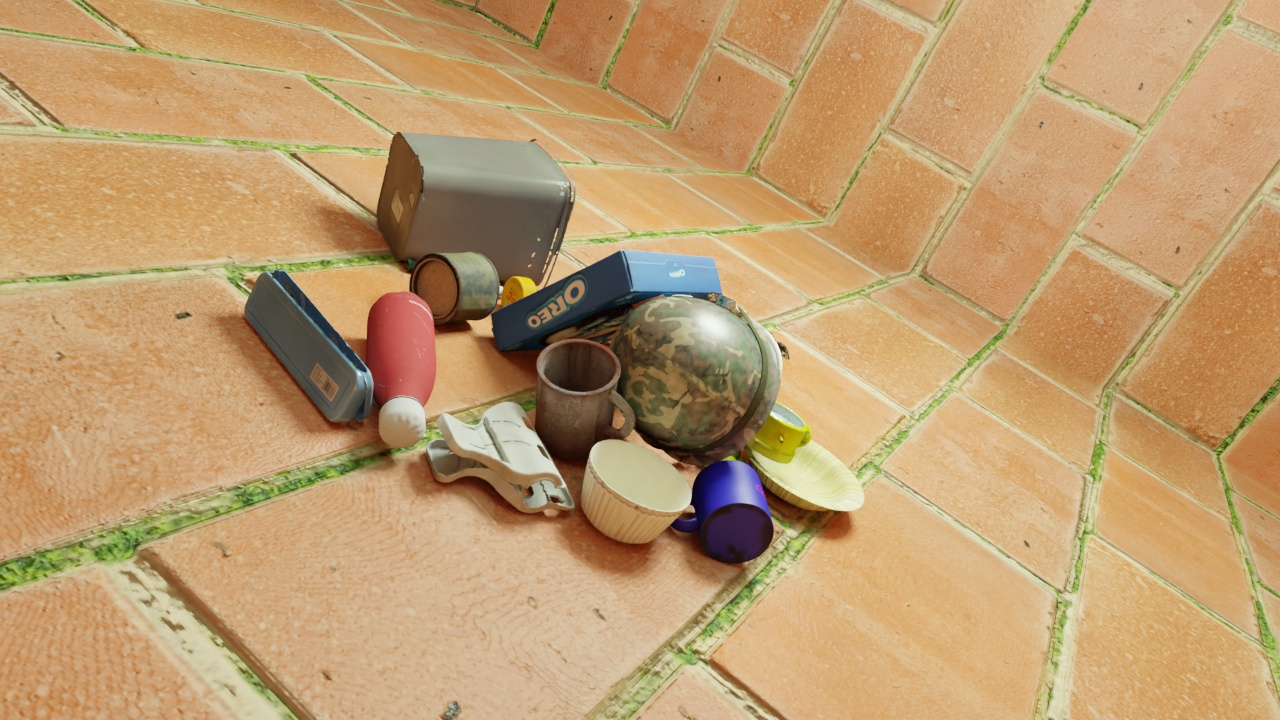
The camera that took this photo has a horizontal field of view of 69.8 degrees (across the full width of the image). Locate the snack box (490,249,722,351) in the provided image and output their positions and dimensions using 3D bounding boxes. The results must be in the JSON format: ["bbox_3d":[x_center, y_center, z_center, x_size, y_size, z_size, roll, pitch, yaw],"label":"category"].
[{"bbox_3d":[-0.044,-0.073,1.184,0.195,0.240,0.056,-4,76,-52],"label":"snack box"}]

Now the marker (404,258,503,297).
[{"bbox_3d":[-0.259,-0.115,1.291,0.146,0.017,0.017,15,25,-27],"label":"marker"}]

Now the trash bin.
[{"bbox_3d":[-0.247,-0.226,1.339,0.219,0.198,0.197,2,33,-34],"label":"trash bin"}]

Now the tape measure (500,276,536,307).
[{"bbox_3d":[-0.168,-0.088,1.280,0.030,0.059,0.068,5,30,-41],"label":"tape measure"}]

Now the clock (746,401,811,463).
[{"bbox_3d":[0.175,0.089,1.188,0.083,0.057,0.118,35,17,21],"label":"clock"}]

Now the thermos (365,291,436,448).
[{"bbox_3d":[-0.250,0.009,0.959,0.073,0.073,0.239,17,25,-24],"label":"thermos"}]

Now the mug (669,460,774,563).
[{"bbox_3d":[0.084,0.166,1.004,0.111,0.079,0.083,-3,26,-1],"label":"mug"}]

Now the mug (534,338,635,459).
[{"bbox_3d":[-0.058,0.051,1.004,0.123,0.110,0.096,31,51,23],"label":"mug"}]

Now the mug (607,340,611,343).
[{"bbox_3d":[-0.044,-0.082,1.356,0.115,0.094,0.068,36,24,2],"label":"mug"}]

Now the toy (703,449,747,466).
[{"bbox_3d":[0.099,0.112,1.181,0.094,0.036,0.093,33,28,7],"label":"toy"}]

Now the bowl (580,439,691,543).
[{"bbox_3d":[-0.012,0.141,0.952,0.115,0.063,0.115,23,23,-11],"label":"bowl"}]

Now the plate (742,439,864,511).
[{"bbox_3d":[0.203,0.150,1.210,0.184,0.036,0.184,23,23,-10],"label":"plate"}]

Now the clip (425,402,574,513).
[{"bbox_3d":[-0.137,0.088,0.922,0.150,0.089,0.125,23,18,-38],"label":"clip"}]

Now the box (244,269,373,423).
[{"bbox_3d":[-0.331,-0.018,0.939,0.210,0.067,0.052,41,19,29],"label":"box"}]

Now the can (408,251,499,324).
[{"bbox_3d":[-0.238,-0.093,1.171,0.090,0.090,0.074,38,25,23],"label":"can"}]

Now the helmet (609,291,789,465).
[{"bbox_3d":[0.066,0.019,1.081,0.236,0.193,0.224,33,4,-33],"label":"helmet"}]
